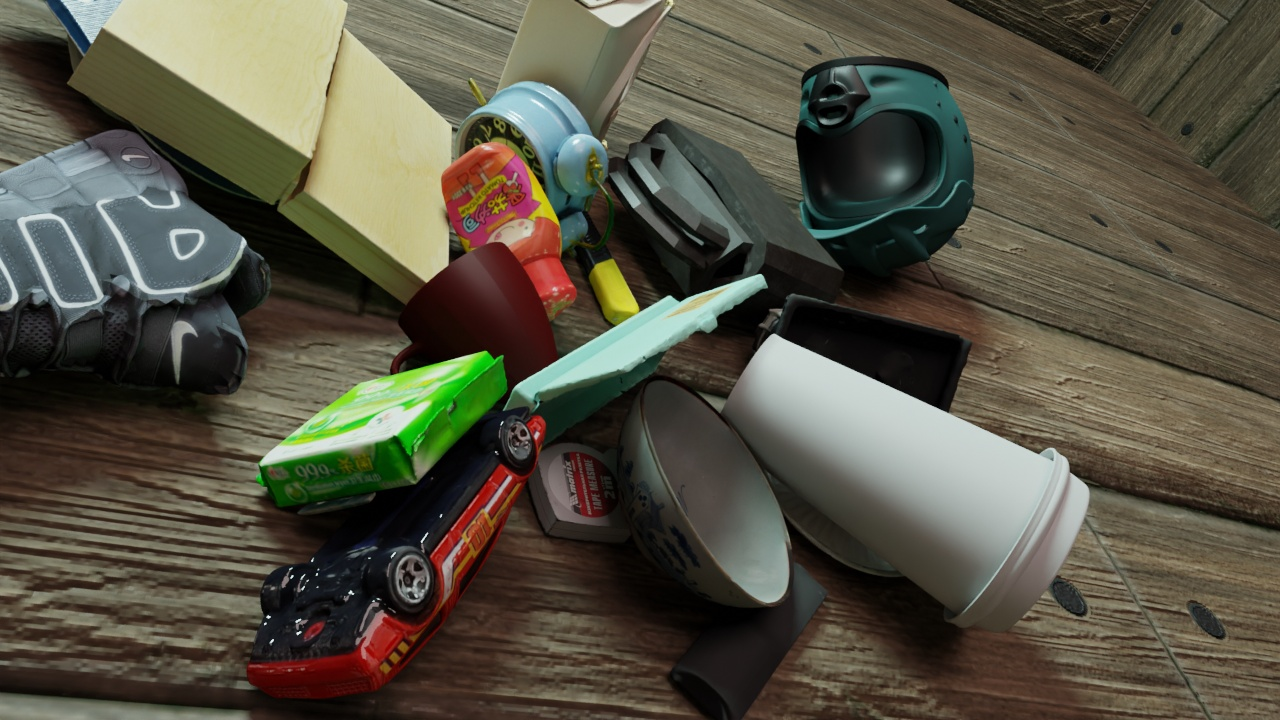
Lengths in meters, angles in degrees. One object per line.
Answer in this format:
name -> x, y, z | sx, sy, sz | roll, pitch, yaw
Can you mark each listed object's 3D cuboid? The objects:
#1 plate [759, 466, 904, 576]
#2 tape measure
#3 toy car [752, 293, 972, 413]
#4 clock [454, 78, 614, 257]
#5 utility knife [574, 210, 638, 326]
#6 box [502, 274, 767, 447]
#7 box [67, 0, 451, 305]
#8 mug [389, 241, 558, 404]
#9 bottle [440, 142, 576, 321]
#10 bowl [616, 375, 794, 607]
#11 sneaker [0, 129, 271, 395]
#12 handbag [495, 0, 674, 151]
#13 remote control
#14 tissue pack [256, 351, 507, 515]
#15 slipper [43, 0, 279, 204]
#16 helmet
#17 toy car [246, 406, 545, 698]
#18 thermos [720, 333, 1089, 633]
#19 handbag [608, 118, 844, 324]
plate -> 0.152, 0.098, 0.687 | 0.157, 0.014, 0.156 | 19, 36, -15
tape measure -> -0.037, 0.081, 0.563 | 0.062, 0.020, 0.060 | 10, 45, -28
toy car -> 0.177, 0.000, 0.782 | 0.191, 0.094, 0.071 | 10, 10, -25
clock -> -0.081, -0.151, 0.738 | 0.162, 0.118, 0.059 | 35, 46, 17
utility knife -> -0.040, -0.093, 0.778 | 0.028, 0.020, 0.172 | 6, 43, -33
box -> -0.008, -0.003, 0.592 | 0.052, 0.139, 0.186 | 50, 37, 5
box -> -0.234, -0.182, 0.647 | 0.253, 0.068, 0.246 | 43, 24, -37
mug -> -0.104, -0.008, 0.587 | 0.113, 0.087, 0.088 | -38, 86, -24
bottle -> -0.095, -0.092, 0.681 | 0.134, 0.071, 0.048 | 62, 16, 11
bowl -> 0.028, 0.087, 0.552 | 0.150, 0.057, 0.150 | 45, 24, -28
sneaker -> -0.276, -0.018, 0.451 | 0.151, 0.097, 0.251 | 31, 29, -3
handbag -> -0.042, -0.260, 0.828 | 0.101, 0.195, 0.197 | 36, 38, 7
remote control -> 0.070, 0.159, 0.546 | 0.045, 0.021, 0.140 | 41, 34, 13
tissue pack -> -0.134, 0.037, 0.482 | 0.034, 0.114, 0.099 | 67, 30, -19
slipper -> -0.348, -0.209, 0.658 | 0.295, 0.060, 0.118 | 48, 38, 3
helmet -> 0.242, -0.187, 0.948 | 0.177, 0.200, 0.274 | -2, 1, 34
toy car -> -0.111, 0.086, 0.455 | 0.056, 0.082, 0.188 | 65, 29, -23
thermos -> 0.166, 0.072, 0.617 | 0.222, 0.132, 0.131 | 31, 34, 14
handbag -> 0.052, -0.117, 0.801 | 0.199, 0.102, 0.197 | 16, 34, -47
